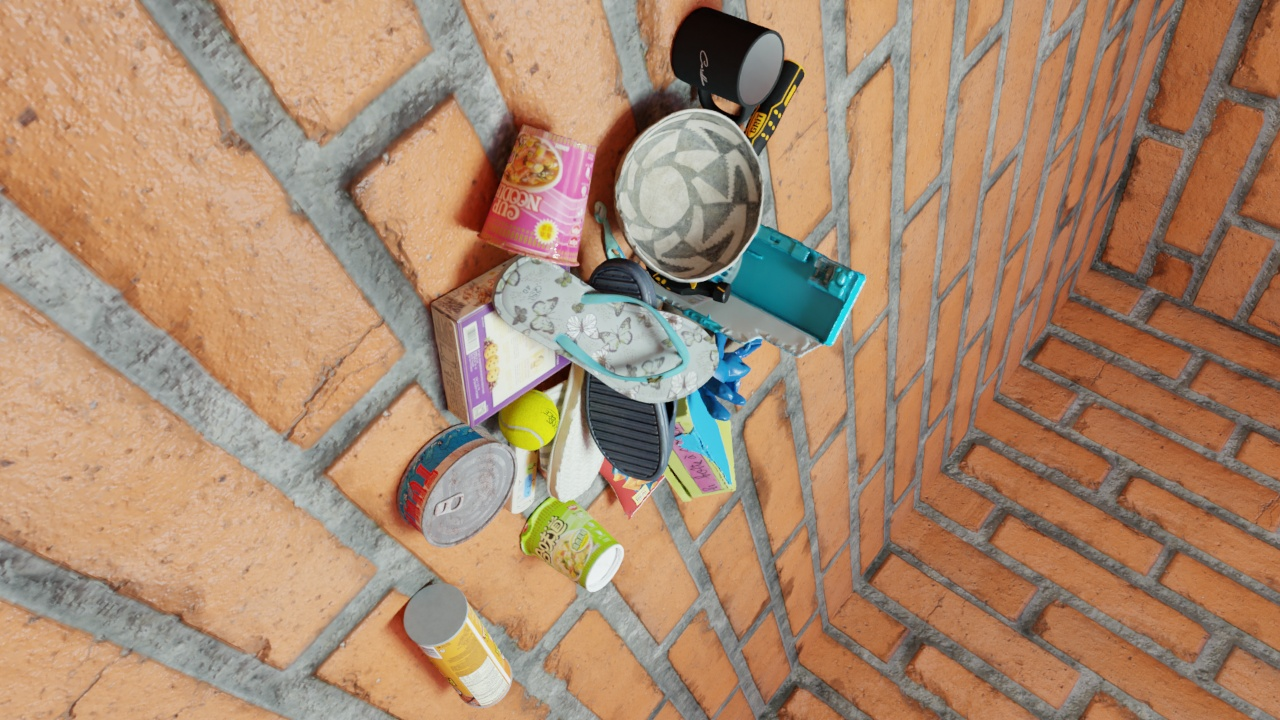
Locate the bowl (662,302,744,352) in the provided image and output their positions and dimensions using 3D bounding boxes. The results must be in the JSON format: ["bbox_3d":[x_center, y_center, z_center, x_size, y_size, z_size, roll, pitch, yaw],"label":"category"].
[{"bbox_3d":[0.103,-0.065,1.214,0.161,0.070,0.162,-37,144,-32],"label":"bowl"}]

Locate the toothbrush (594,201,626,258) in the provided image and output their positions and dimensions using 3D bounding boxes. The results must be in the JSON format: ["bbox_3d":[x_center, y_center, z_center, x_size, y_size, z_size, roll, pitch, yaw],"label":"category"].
[{"bbox_3d":[-0.030,-0.125,1.010,0.135,0.022,0.017,67,28,-55],"label":"toothbrush"}]

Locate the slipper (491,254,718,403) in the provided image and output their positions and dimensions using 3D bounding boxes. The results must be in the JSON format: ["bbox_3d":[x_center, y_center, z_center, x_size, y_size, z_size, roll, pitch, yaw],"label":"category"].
[{"bbox_3d":[-0.024,-0.018,0.901,0.268,0.055,0.098,22,98,-32],"label":"slipper"}]

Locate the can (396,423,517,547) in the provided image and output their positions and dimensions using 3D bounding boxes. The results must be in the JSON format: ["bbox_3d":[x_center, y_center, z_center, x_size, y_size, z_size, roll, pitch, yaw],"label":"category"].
[{"bbox_3d":[-0.194,0.134,0.983,0.129,0.044,0.130,-37,144,-32],"label":"can"}]

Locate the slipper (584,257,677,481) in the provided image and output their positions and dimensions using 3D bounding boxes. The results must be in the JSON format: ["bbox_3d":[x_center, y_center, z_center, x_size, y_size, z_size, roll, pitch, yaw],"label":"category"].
[{"bbox_3d":[-0.006,0.006,1.021,0.082,0.101,0.264,-43,134,-54],"label":"slipper"}]

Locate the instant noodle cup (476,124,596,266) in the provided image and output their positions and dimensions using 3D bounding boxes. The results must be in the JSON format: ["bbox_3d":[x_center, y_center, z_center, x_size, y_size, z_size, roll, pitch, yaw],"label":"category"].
[{"bbox_3d":[-0.088,-0.151,0.832,0.097,0.098,0.109,-1,112,-56],"label":"instant noodle cup"}]

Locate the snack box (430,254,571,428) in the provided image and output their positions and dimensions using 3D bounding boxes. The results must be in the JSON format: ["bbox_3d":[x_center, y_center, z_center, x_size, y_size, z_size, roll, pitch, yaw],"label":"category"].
[{"bbox_3d":[-0.134,-0.026,0.926,0.147,0.040,0.144,-35,144,-34],"label":"snack box"}]

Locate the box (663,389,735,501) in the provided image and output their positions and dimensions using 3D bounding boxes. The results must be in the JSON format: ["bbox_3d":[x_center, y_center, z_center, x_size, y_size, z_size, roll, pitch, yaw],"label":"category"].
[{"bbox_3d":[0.055,0.082,1.198,0.221,0.083,0.124,53,28,-52],"label":"box"}]

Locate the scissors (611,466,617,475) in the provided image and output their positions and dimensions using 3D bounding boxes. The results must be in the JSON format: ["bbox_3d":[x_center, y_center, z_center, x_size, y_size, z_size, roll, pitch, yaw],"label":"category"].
[{"bbox_3d":[-0.024,0.080,1.164,0.134,0.011,0.139,87,11,-87],"label":"scissors"}]

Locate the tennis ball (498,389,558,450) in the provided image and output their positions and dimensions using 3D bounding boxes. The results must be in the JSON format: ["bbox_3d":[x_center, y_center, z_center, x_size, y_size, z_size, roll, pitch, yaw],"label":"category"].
[{"bbox_3d":[-0.122,0.065,1.005,0.065,0.065,0.065,-37,144,-33],"label":"tennis ball"}]

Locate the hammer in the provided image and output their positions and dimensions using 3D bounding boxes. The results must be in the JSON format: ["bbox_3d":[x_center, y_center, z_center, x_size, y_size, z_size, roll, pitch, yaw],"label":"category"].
[{"bbox_3d":[0.108,-0.217,1.066,0.320,0.123,0.036,-63,156,-12],"label":"hammer"}]

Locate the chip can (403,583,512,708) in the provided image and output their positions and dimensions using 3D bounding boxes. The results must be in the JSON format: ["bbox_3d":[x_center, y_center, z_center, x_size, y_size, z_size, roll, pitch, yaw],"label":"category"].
[{"bbox_3d":[-0.219,0.353,1.124,0.075,0.075,0.215,-44,148,-23],"label":"chip can"}]

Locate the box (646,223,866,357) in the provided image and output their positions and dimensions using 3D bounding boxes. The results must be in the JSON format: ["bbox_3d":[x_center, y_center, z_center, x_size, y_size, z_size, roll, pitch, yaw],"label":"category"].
[{"bbox_3d":[0.124,-0.082,1.069,0.169,0.227,0.086,-48,149,-17],"label":"box"}]

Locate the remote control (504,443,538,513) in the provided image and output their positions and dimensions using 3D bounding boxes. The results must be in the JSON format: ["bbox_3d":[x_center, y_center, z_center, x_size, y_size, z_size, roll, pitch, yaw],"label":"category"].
[{"bbox_3d":[-0.140,0.127,1.087,0.038,0.018,0.126,-26,136,-43],"label":"remote control"}]

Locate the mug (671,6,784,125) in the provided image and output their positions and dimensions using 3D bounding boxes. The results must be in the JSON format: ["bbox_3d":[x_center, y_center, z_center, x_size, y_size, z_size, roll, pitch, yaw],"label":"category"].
[{"bbox_3d":[0.090,-0.299,0.954,0.078,0.088,0.114,-39,146,-30],"label":"mug"}]

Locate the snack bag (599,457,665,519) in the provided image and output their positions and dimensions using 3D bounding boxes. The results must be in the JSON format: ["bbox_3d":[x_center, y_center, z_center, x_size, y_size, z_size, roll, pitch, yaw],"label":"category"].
[{"bbox_3d":[-0.001,0.135,1.278,0.130,0.039,0.144,-48,139,-20],"label":"snack bag"}]

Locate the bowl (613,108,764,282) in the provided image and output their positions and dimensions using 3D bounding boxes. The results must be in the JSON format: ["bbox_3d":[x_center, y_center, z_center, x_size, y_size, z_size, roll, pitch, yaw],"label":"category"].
[{"bbox_3d":[0.040,-0.177,0.985,0.178,0.081,0.178,-7,105,-26],"label":"bowl"}]

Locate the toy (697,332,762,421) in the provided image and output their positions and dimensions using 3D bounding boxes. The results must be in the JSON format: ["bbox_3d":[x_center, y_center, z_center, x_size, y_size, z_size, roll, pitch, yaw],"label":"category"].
[{"bbox_3d":[0.106,0.021,1.150,0.175,0.071,0.113,-48,154,-58],"label":"toy"}]

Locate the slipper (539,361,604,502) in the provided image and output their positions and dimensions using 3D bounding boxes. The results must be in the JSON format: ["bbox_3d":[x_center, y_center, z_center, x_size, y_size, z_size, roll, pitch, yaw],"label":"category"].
[{"bbox_3d":[-0.068,0.034,1.072,0.114,0.054,0.273,-12,119,-54],"label":"slipper"}]

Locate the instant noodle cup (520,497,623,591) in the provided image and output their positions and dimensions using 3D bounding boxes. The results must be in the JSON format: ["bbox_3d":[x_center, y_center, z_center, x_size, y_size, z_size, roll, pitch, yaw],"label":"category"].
[{"bbox_3d":[-0.083,0.240,1.187,0.098,0.108,0.099,-38,146,-33],"label":"instant noodle cup"}]
